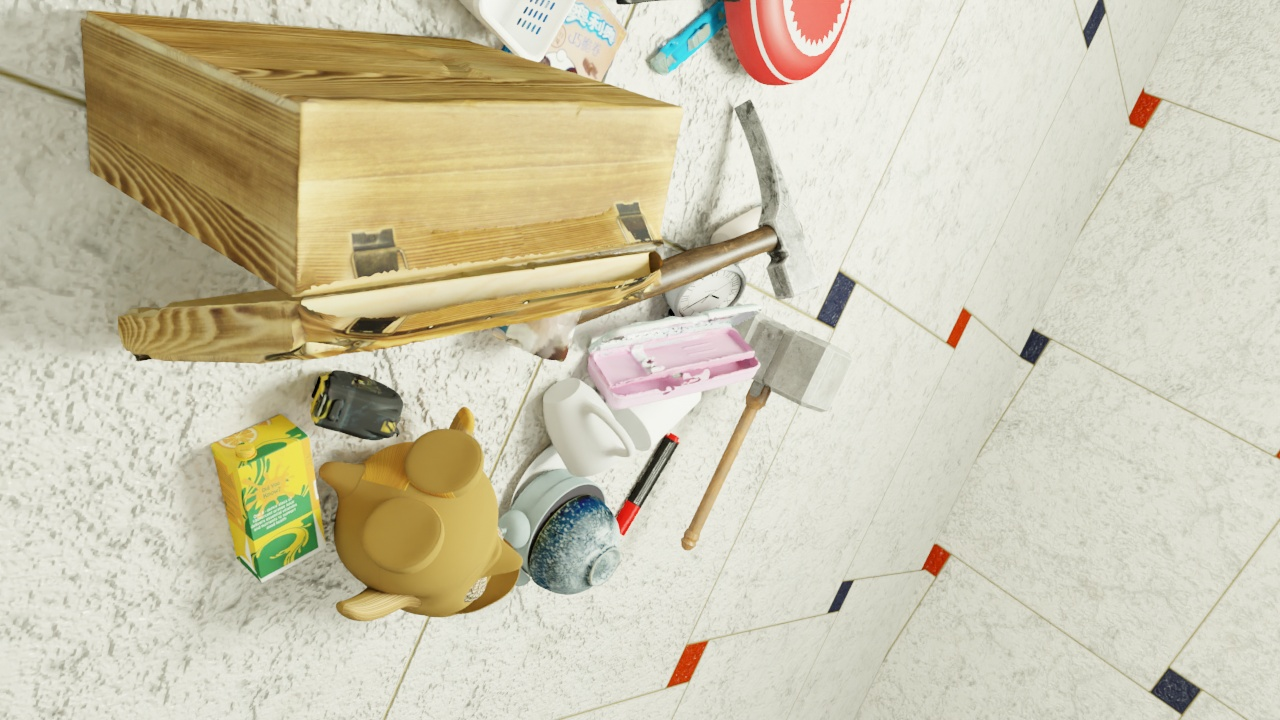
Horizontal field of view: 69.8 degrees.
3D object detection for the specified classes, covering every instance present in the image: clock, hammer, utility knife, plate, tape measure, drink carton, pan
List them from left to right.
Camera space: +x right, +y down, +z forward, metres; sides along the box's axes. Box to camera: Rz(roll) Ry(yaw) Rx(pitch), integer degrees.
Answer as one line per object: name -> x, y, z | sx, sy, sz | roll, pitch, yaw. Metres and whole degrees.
drink carton -> -0.290, 0.106, 0.719 | 0.058, 0.041, 0.123 | -28, 135, -41
tape measure -> -0.225, 0.035, 0.730 | 0.071, 0.072, 0.042 | 16, 95, -28
clock -> -0.103, 0.185, 1.008 | 0.158, 0.045, 0.123 | -28, 134, -40
plate -> -0.101, 0.146, 1.035 | 0.134, 0.011, 0.135 | -33, 137, -37
hammer -> 0.034, -0.133, 0.965 | 0.300, 0.037, 0.217 | -22, 97, -23
clock -> 0.072, -0.076, 1.060 | 0.094, 0.035, 0.123 | -12, 141, -23
utility knife -> 0.068, -0.336, 0.916 | 0.173, 0.015, 0.031 | -49, 147, -23
hammer -> 0.124, 0.101, 1.173 | 0.082, 0.163, 0.318 | 17, 99, -57
pan -> 0.111, -0.368, 0.899 | 0.355, 0.067, 0.209 | -29, 126, -45

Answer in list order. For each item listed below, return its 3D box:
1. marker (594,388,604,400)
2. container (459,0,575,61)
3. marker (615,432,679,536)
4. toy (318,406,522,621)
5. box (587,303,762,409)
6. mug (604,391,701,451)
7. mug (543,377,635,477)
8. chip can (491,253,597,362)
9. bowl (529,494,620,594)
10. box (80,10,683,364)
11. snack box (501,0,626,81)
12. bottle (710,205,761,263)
marker -> -0.006, 0.006, 1.056 | 0.138, 0.022, 0.016 | -42, 156, -29
container -> -0.086, -0.301, 0.695 | 0.129, 0.049, 0.080 | -61, 147, -2
marker -> 0.008, 0.159, 1.188 | 0.145, 0.021, 0.023 | -59, 170, -5
toy -> -0.181, 0.162, 0.815 | 0.204, 0.162, 0.198 | 86, 25, -56
box -> 0.044, -0.021, 1.007 | 0.201, 0.088, 0.096 | -11, 137, -30
mug -> 0.010, 0.058, 1.082 | 0.090, 0.074, 0.111 | -42, 168, -29
mug -> -0.052, 0.068, 0.958 | 0.071, 0.107, 0.089 | -44, 123, -31
chip can -> -0.063, -0.115, 0.838 | 0.079, 0.080, 0.229 | 10, 105, -56
bowl -> -0.058, 0.208, 0.989 | 0.114, 0.061, 0.114 | -36, 140, -37
box -> -0.146, -0.083, 0.578 | 0.278, 0.257, 0.216 | -15, 123, -48
snack box -> -0.078, -0.239, 0.767 | 0.151, 0.034, 0.087 | -61, 147, -3
bottle -> 0.145, -0.160, 1.117 | 0.145, 0.051, 0.051 | -33, 137, -38
